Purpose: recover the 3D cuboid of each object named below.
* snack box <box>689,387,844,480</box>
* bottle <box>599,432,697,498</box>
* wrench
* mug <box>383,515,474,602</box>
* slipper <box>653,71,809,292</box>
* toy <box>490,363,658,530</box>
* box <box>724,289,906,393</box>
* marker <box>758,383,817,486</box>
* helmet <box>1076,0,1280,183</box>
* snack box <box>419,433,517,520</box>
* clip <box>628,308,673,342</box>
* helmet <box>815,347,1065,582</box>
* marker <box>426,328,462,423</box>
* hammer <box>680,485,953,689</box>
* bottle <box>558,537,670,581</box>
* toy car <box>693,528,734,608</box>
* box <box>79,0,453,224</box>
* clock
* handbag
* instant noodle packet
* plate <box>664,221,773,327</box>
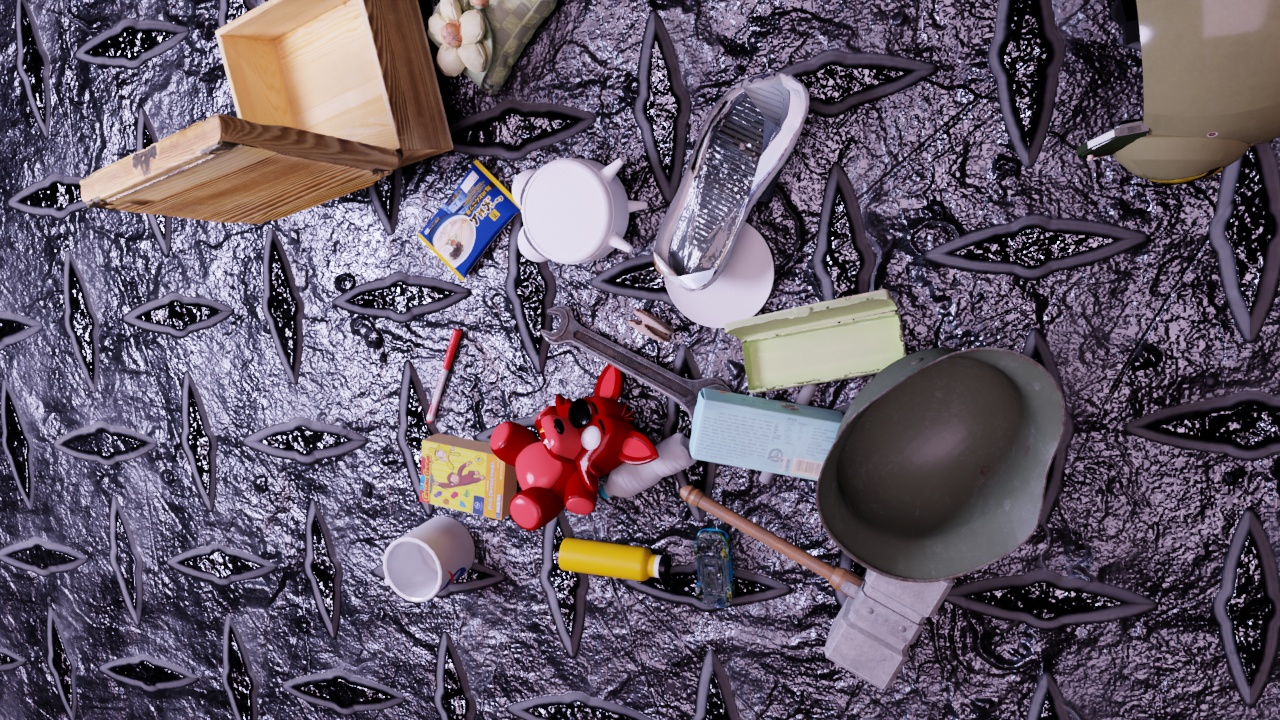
[{"bbox_3d":[0.148,0.086,1.066,0.174,0.053,0.075,9,107,-2],"label":"snack box"},{"bbox_3d":[0.007,0.138,1.157,0.136,0.044,0.044,-31,89,22],"label":"bottle"},{"bbox_3d":[-0.007,0.007,1.139,0.273,0.010,0.070,28,71,14],"label":"wrench"},{"bbox_3d":[-0.302,0.279,1.269,0.121,0.090,0.091,-29,89,22],"label":"mug"},{"bbox_3d":[0.104,-0.203,1.049,0.111,0.063,0.264,33,107,23],"label":"slipper"},{"bbox_3d":[-0.084,0.108,1.147,0.197,0.120,0.158,-36,53,19],"label":"toy"},{"bbox_3d":[0.199,-0.015,1.037,0.188,0.098,0.082,-12,79,24],"label":"box"},{"bbox_3d":[0.177,0.087,1.102,0.016,0.016,0.141,27,108,13],"label":"marker"},{"bbox_3d":[0.489,-0.284,0.782,0.233,0.255,0.250,-7,99,24],"label":"helmet"},{"bbox_3d":[-0.233,0.157,1.249,0.126,0.040,0.088,9,103,18],"label":"snack box"},{"bbox_3d":[0.011,-0.040,1.134,0.049,0.025,0.061,-30,87,23],"label":"clip"},{"bbox_3d":[0.311,0.083,0.975,0.227,0.153,0.268,37,113,-10],"label":"helmet"},{"bbox_3d":[-0.269,0.022,1.253,0.013,0.012,0.142,25,107,14],"label":"marker"},{"bbox_3d":[0.187,0.231,1.088,0.318,0.082,0.163,28,108,13],"label":"hammer"},{"bbox_3d":[-0.033,0.260,1.194,0.144,0.043,0.043,3,101,19],"label":"bottle"},{"bbox_3d":[0.094,0.260,1.155,0.048,0.032,0.105,-1,105,19],"label":"toy car"},{"bbox_3d":[-0.441,-0.288,1.065,0.280,0.335,0.286,-9,99,32],"label":"box"},{"bbox_3d":[-0.078,-0.182,1.123,0.161,0.072,0.125,-1,99,27],"label":"clock"},{"bbox_3d":[-0.180,-0.417,1.083,0.113,0.116,0.187,45,113,8],"label":"handbag"},{"bbox_3d":[-0.222,-0.180,1.191,0.087,0.026,0.134,45,111,4],"label":"instant noodle packet"},{"bbox_3d":[0.094,-0.107,1.098,0.135,0.011,0.134,4,101,19],"label":"plate"}]
